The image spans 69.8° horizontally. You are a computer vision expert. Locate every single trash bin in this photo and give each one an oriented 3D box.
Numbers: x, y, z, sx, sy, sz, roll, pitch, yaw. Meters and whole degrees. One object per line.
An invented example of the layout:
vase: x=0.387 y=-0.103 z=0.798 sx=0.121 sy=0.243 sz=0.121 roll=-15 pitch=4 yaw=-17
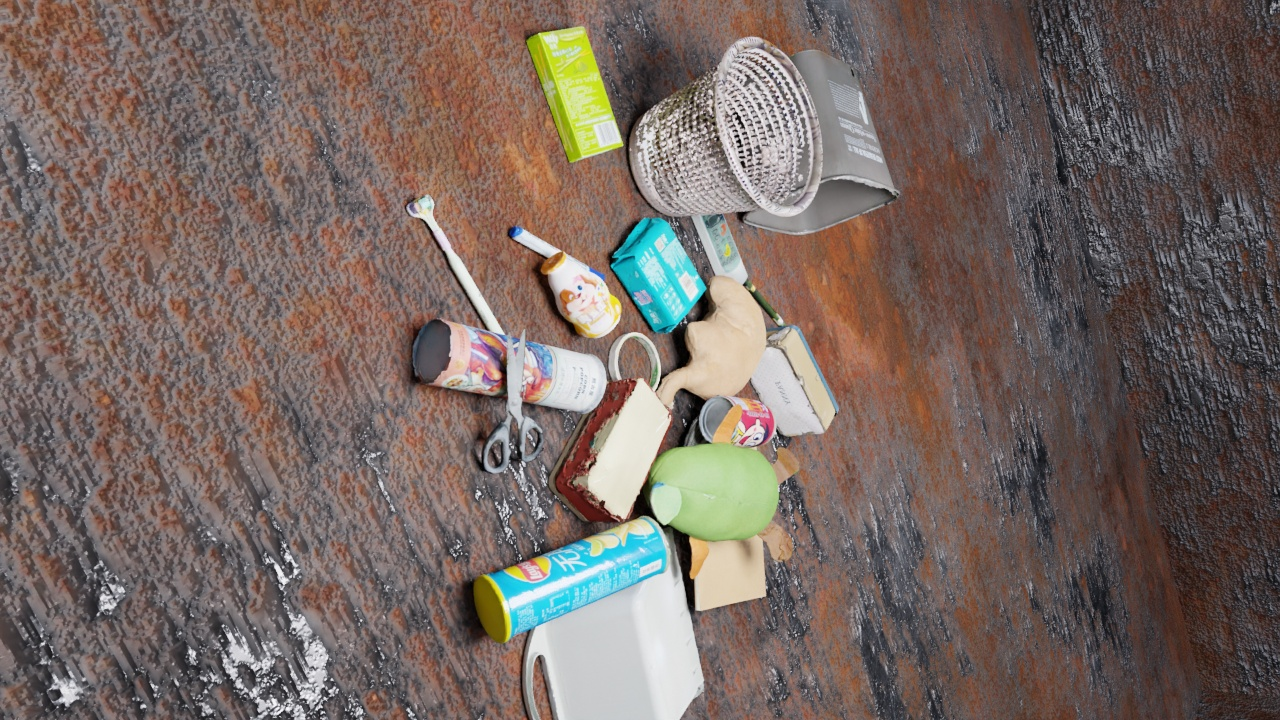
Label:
trash bin: x=0.100 y=-0.282 z=1.209 sx=0.227 sy=0.193 sz=0.227 roll=10 pitch=76 yaw=-46
trash bin: x=0.259 y=-0.330 z=1.405 sx=0.198 sy=0.199 sz=0.219 roll=3 pitch=75 yaw=-47

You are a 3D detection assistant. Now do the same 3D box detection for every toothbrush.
toothbrush: x=0.210 y=-0.071 z=1.430 sx=0.186 sy=0.012 sz=0.017 roll=44 pitch=48 yaw=-34
toothbrush: x=-0.191 y=-0.090 z=0.989 sx=0.189 sy=0.029 sz=0.020 roll=62 pitch=5 yaw=-22

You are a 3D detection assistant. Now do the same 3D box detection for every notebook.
notebook: x=0.118 y=0.220 z=1.240 sx=0.149 sy=0.012 sz=0.211 roll=5 pitch=80 yaw=-47

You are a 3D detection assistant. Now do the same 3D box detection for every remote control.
remote control: x=0.116 y=-0.168 z=1.337 sx=0.056 sy=0.019 sz=0.135 roll=-40 pitch=112 yaw=-44

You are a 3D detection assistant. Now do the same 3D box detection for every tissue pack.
tissue pack: x=0.022 y=-0.112 z=1.202 sx=0.093 sy=0.050 sz=0.133 roll=-51 pitch=119 yaw=-37

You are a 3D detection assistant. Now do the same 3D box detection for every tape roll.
tape roll: x=-0.007 y=0.007 z=1.176 sx=0.085 sy=0.014 sz=0.085 roll=11 pitch=76 yaw=-46

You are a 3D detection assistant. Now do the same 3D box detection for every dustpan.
dustpan: x=-0.031 y=0.345 z=1.093 sx=0.257 sy=0.143 sz=0.222 roll=-23 pitch=102 yaw=-77

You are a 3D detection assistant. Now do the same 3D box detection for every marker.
marker: x=-0.098 y=-0.124 z=1.098 sx=0.145 sy=0.017 sz=0.016 roll=26 pitch=64 yaw=-42

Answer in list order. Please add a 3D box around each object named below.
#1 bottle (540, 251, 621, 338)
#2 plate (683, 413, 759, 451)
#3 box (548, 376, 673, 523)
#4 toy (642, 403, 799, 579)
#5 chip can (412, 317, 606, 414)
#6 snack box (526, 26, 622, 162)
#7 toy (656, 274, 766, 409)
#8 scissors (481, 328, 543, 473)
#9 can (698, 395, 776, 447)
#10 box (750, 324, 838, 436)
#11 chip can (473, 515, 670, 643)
bottle: x=-0.072 y=-0.078 z=1.084 sx=0.108 sy=0.063 sz=0.063 roll=51 pitch=50 yaw=-29
plate: x=0.109 y=0.154 z=1.271 sx=0.179 sy=0.024 sz=0.179 roll=13 pitch=72 yaw=-45
box: x=-0.027 y=0.103 z=1.087 sx=0.091 sy=0.080 sz=0.167 roll=50 pitch=50 yaw=-30
toy: x=0.103 y=0.167 z=1.157 sx=0.246 sy=0.090 sz=0.227 roll=15 pitch=84 yaw=-33
chip can: x=-0.138 y=0.009 z=0.991 sx=0.214 sy=0.071 sz=0.071 roll=14 pitch=73 yaw=-45
snack box: x=-0.080 y=-0.333 z=1.147 sx=0.085 sy=0.026 sz=0.156 roll=-32 pitch=107 yaw=-46
toy: x=0.102 y=-0.007 z=1.256 sx=0.143 sy=0.083 sz=0.225 roll=47 pitch=55 yaw=-26
scissors: x=-0.138 y=0.049 z=0.957 sx=0.146 sy=0.014 sz=0.172 roll=-44 pitch=140 yaw=-5
can: x=0.133 y=0.084 z=1.243 sx=0.093 sy=0.067 sz=0.066 roll=9 pitch=76 yaw=-46
box: x=0.225 y=0.038 z=1.370 sx=0.061 sy=0.090 sz=0.184 roll=-53 pitch=123 yaw=-40
chip can: x=-0.071 y=0.232 z=0.989 sx=0.209 sy=0.071 sz=0.071 roll=-15 pitch=94 yaw=-35
